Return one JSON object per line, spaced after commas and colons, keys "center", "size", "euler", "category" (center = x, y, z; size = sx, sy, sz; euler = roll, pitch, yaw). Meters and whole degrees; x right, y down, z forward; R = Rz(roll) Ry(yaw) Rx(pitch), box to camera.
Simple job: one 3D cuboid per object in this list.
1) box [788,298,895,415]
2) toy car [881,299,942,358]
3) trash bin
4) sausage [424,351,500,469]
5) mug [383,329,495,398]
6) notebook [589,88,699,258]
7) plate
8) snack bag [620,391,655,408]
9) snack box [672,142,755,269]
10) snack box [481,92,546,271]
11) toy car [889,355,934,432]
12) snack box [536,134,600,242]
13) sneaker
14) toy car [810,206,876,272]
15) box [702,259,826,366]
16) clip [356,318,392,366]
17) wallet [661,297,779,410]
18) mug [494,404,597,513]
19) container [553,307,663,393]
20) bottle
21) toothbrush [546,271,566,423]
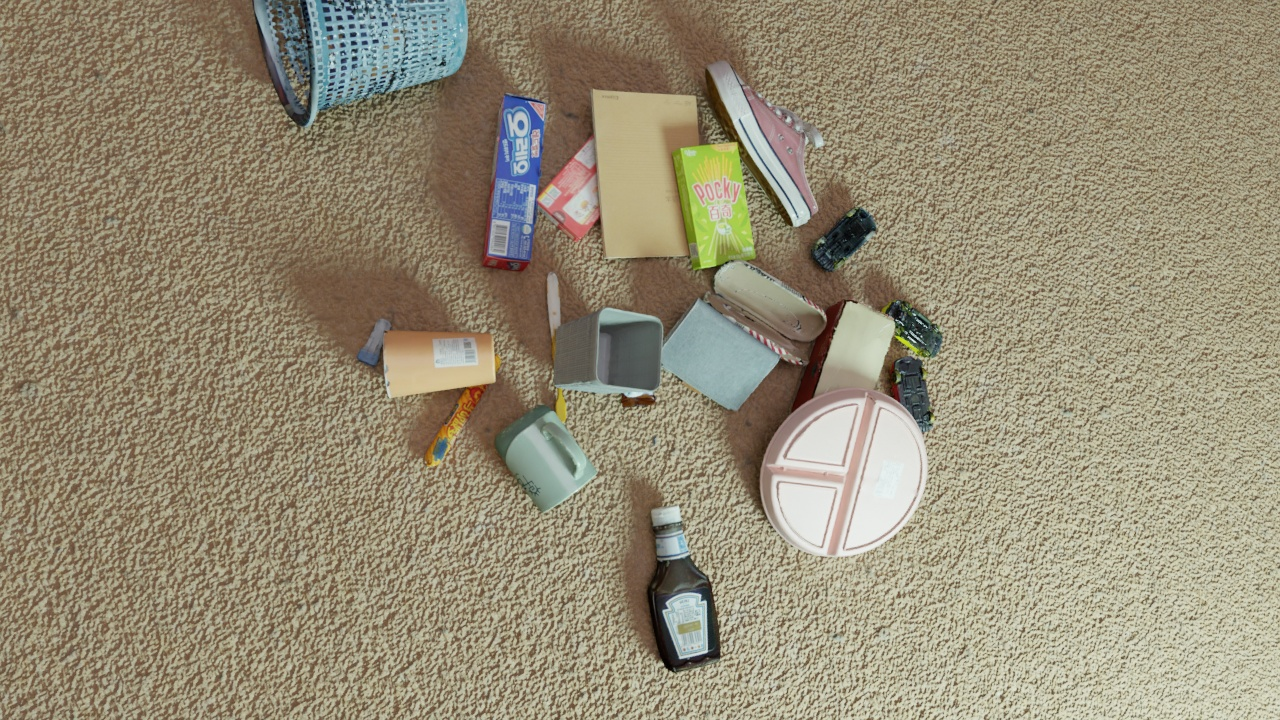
{"center": [0.271, 0.010, 1.204], "size": [0.091, 0.078, 0.168], "euler": [24, 78, -11], "category": "box"}
{"center": [0.372, -0.042, 1.264], "size": [0.105, 0.032, 0.048], "euler": [32, 75, -21], "category": "toy car"}
{"center": [-0.312, -0.391, 1.040], "size": [0.194, 0.227, 0.226], "euler": [-16, 87, -30], "category": "trash bin"}
{"center": [-0.211, 0.058, 1.092], "size": [0.021, 0.021, 0.165], "euler": [32, 76, -10], "category": "sausage"}
{"center": [-0.230, 0.000, 1.057], "size": [0.122, 0.078, 0.078], "euler": [-4, 84, -9], "category": "mug"}
{"center": [0.013, -0.238, 1.176], "size": [0.149, 0.012, 0.211], "euler": [-5, 92, -25], "category": "notebook"}
{"center": [0.264, 0.148, 1.168], "size": [0.229, 0.028, 0.230], "euler": [-3, 104, -13], "category": "plate"}
{"center": [-0.007, 0.007, 1.154], "size": [0.045, 0.026, 0.105], "euler": [-3, 85, -18], "category": "snack bag"}
{"center": [0.096, -0.202, 1.194], "size": [0.085, 0.026, 0.156], "euler": [-11, 94, -24], "category": "snack box"}
{"center": [-0.155, -0.217, 1.125], "size": [0.057, 0.058, 0.207], "euler": [6, 81, -15], "category": "snack box"}
{"center": [0.367, 0.047, 1.250], "size": [0.049, 0.031, 0.106], "euler": [-8, 88, -17], "category": "toy car"}
{"center": [-0.061, -0.230, 1.170], "size": [0.075, 0.025, 0.152], "euler": [41, 75, -8], "category": "snack box"}
{"center": [0.173, -0.295, 1.204], "size": [0.088, 0.118, 0.241], "euler": [-34, 99, 0], "category": "sneaker"}
{"center": [0.277, -0.165, 1.253], "size": [0.105, 0.031, 0.049], "euler": [-42, 96, -15], "category": "toy car"}
{"center": [0.163, -0.065, 1.185], "size": [0.162, 0.075, 0.087], "euler": [29, 105, -7], "category": "box"}
{"center": [-0.310, -0.022, 1.077], "size": [0.025, 0.036, 0.057], "euler": [28, 77, -8], "category": "clip"}
{"center": [0.093, -0.004, 1.161], "size": [0.129, 0.037, 0.107], "euler": [34, 112, -10], "category": "wallet"}
{"center": [-0.107, 0.108, 1.067], "size": [0.082, 0.112, 0.106], "euler": [-35, 91, -35], "category": "mug"}
{"center": [-0.043, -0.006, 1.091], "size": [0.090, 0.114, 0.090], "euler": [9, 79, -33], "category": "container"}
{"center": [0.047, 0.276, 1.124], "size": [0.079, 0.044, 0.195], "euler": [-9, 84, -17], "category": "bottle"}
{"center": [-0.105, -0.016, 1.137], "size": [0.016, 0.018, 0.191], "euler": [-2, 81, -18], "category": "toothbrush"}
